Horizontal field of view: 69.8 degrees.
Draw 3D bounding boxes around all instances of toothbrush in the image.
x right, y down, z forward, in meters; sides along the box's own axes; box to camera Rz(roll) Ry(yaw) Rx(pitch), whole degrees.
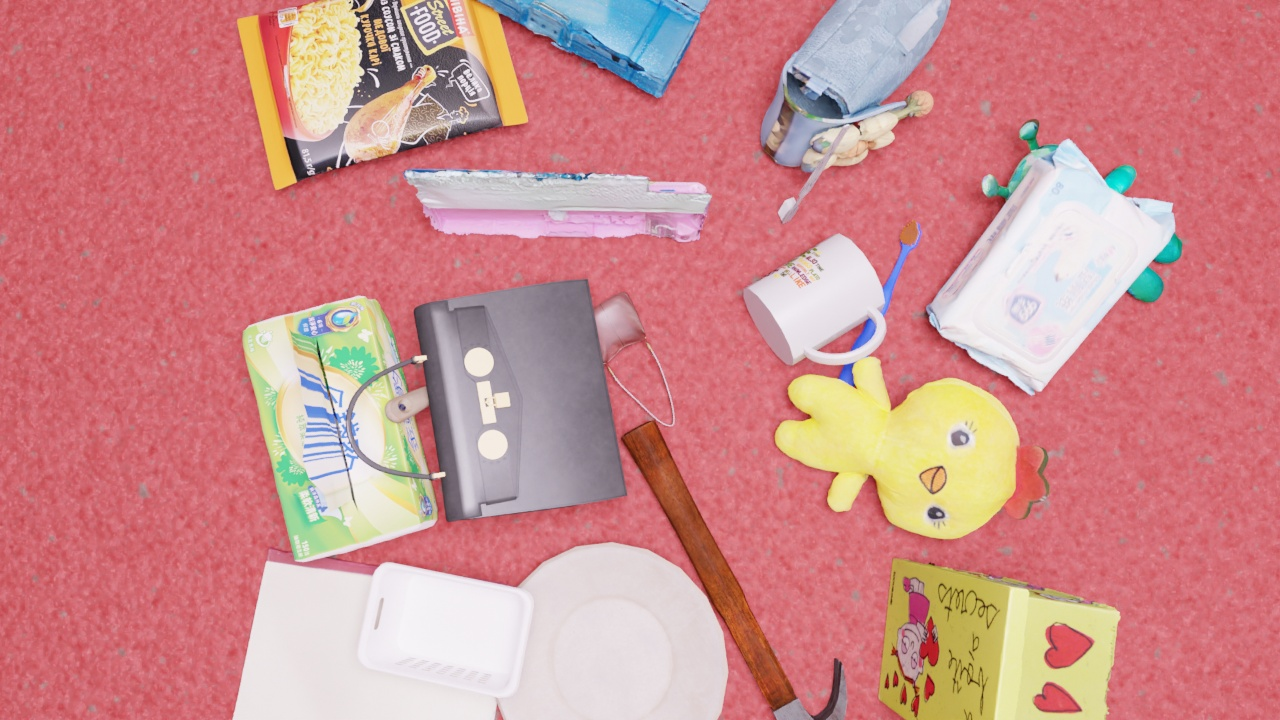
[{"bbox_3d":[0.202,-0.040,0.789,0.016,0.018,0.182,22,82,27],"label":"toothbrush"},{"bbox_3d":[0.133,-0.146,0.720,0.010,0.182,0.010,-22,80,-9],"label":"toothbrush"}]

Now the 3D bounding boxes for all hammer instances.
[{"bbox_3d":[0.068,0.187,0.753,0.111,0.028,0.300,-28,83,-3],"label":"hammer"}]

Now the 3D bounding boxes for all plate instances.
[{"bbox_3d":[-0.024,0.242,0.736,0.189,0.027,0.188,-1,81,8],"label":"plate"}]

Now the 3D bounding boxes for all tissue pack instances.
[{"bbox_3d":[-0.238,0.050,0.709,0.120,0.141,0.197,-22,83,-4],"label":"tissue pack"},{"bbox_3d":[0.326,-0.073,0.736,0.112,0.069,0.182,31,111,-4],"label":"tissue pack"}]

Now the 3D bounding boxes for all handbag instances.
[{"bbox_3d":[-0.005,0.005,0.780,0.055,0.029,0.119,-32,90,-2],"label":"handbag"},{"bbox_3d":[-0.127,0.037,0.707,0.195,0.072,0.175,-6,82,-30],"label":"handbag"},{"bbox_3d":[0.189,-0.238,0.768,0.118,0.122,0.191,42,79,5],"label":"handbag"}]

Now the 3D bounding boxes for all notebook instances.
[{"bbox_3d":[-0.216,0.244,0.750,0.209,0.012,0.153,9,82,0],"label":"notebook"}]

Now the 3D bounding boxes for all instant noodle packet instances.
[{"bbox_3d":[-0.223,-0.250,0.789,0.221,0.032,0.159,-16,81,-3],"label":"instant noodle packet"}]

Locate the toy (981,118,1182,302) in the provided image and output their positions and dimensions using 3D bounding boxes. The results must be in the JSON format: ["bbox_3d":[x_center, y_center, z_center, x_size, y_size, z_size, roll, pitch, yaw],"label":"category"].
[{"bbox_3d":[0.380,-0.126,0.781,0.193,0.072,0.130,32,83,-6],"label":"toy"}]

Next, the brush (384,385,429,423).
[{"bbox_3d":[-0.141,0.013,0.741,0.150,0.012,0.039,-28,90,-41],"label":"brush"}]

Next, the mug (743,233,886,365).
[{"bbox_3d":[0.150,-0.040,0.754,0.089,0.073,0.105,-31,58,-5],"label":"mug"}]

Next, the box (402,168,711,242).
[{"bbox_3d":[-0.061,-0.129,0.727,0.230,0.159,0.035,1,84,-1],"label":"box"}]

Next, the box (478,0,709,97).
[{"bbox_3d":[-0.048,-0.351,0.809,0.231,0.034,0.174,28,67,-3],"label":"box"}]

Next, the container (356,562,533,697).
[{"bbox_3d":[-0.146,0.208,0.717,0.129,0.049,0.080,9,82,9],"label":"container"}]

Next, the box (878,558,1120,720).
[{"bbox_3d":[0.243,0.213,0.655,0.081,0.221,0.124,9,84,1],"label":"box"}]

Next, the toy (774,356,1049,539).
[{"bbox_3d":[0.215,0.069,0.741,0.208,0.092,0.134,14,110,8],"label":"toy"}]
